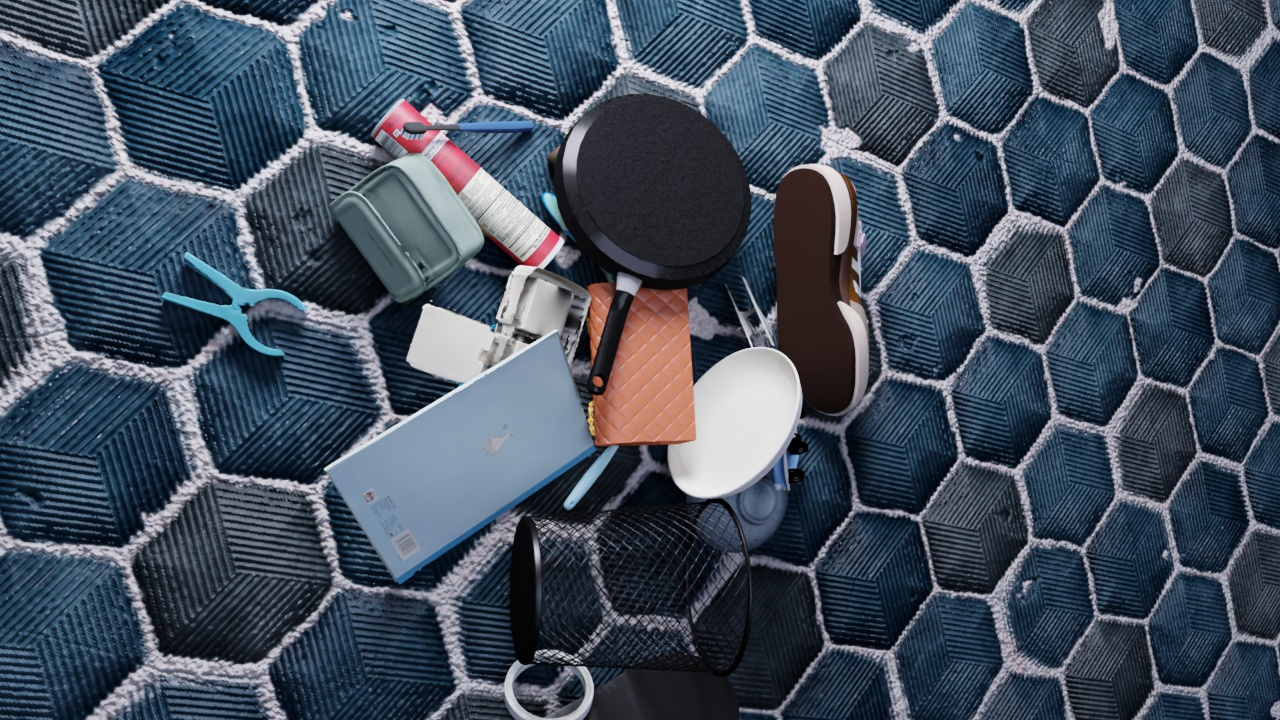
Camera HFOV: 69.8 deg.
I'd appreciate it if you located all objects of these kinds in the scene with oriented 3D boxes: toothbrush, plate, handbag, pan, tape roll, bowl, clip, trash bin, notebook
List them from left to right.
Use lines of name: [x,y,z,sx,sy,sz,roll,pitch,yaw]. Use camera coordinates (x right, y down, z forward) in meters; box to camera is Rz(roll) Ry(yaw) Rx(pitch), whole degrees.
clip: [-0.388,-0.034,0.873,0.130,0.030,0.120,9,90,-22]
handbag: [-0.230,-0.128,0.902,0.106,0.067,0.122,-29,104,20]
toothbrush: [-0.172,-0.237,0.936,0.167,0.014,0.014,-17,62,-47]
notebook: [-0.166,0.099,0.918,0.253,0.009,0.181,-32,134,-20]
tape roll: [-0.095,0.342,0.954,0.093,0.093,0.013,-6,127,-22]
toothbrush: [-0.062,-0.131,1.011,0.022,0.017,0.135,-43,105,-14]
toothbrush: [-0.035,0.104,1.019,0.022,0.016,0.154,46,73,-25]
trash bin: [-0.019,0.232,0.943,0.210,0.184,0.184,3,88,-17]
handbag: [-0.005,0.006,1.002,0.108,0.060,0.171,1,80,-22]
pan: [0.002,-0.128,0.975,0.225,0.034,0.355,21,68,-14]
plate: [0.106,0.072,0.993,0.034,0.183,0.182,35,76,-31]
bowl: [0.125,0.159,1.062,0.137,0.057,0.137,0,89,-22]
clip: [0.141,-0.049,1.068,0.059,0.052,0.101,21,42,-45]

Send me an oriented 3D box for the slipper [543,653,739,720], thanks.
slipper: [-0.016,0.404,0.995,0.264,0.084,0.109,-11,53,-35]

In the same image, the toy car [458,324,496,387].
toy car: [-0.160,0.011,0.957,0.048,0.032,0.105,39,65,-44]

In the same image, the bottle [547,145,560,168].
bottle: [-0.061,-0.189,1.009,0.025,0.025,0.106,-46,105,-17]

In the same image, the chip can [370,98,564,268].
chip can: [-0.176,-0.176,0.947,0.214,0.052,0.051,41,75,-16]

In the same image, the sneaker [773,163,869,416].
sneaker: [0.233,-0.085,1.099,0.116,0.112,0.294,-11,93,-43]

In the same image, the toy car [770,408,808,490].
toy car: [0.159,0.095,1.040,0.055,0.153,0.056,-4,105,14]

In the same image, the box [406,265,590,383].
box: [-0.139,-0.032,0.922,0.184,0.044,0.143,25,80,-49]
